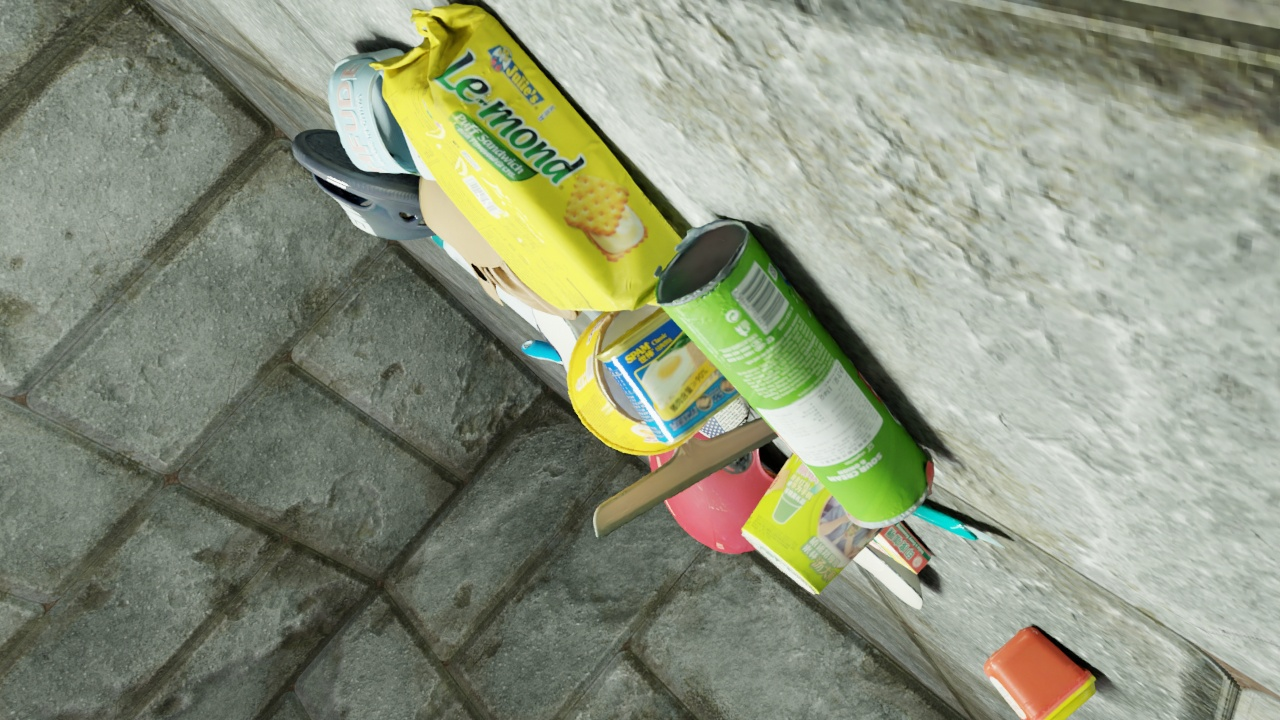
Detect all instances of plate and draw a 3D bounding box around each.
[{"bbox_3d":[0.269,0.221,1.080,0.163,0.034,0.164,37,171,28],"label":"plate"},{"bbox_3d":[-0.087,-0.056,1.015,0.205,0.045,0.205,57,169,17],"label":"plate"}]

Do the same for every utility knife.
[{"bbox_3d":[0.242,0.128,0.763,0.029,0.013,0.183,39,174,-15],"label":"utility knife"}]

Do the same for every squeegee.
[{"bbox_3d":[-0.005,0.005,0.865,0.249,0.247,0.040,56,142,12],"label":"squeegee"}]

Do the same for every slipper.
[{"bbox_3d":[-0.239,-0.222,0.819,0.245,0.074,0.104,36,146,52],"label":"slipper"},{"bbox_3d":[-0.245,-0.160,0.941,0.111,0.083,0.267,38,-164,22],"label":"slipper"}]

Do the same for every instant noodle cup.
[{"bbox_3d":[0.150,0.121,0.756,0.111,0.123,0.112,40,173,6],"label":"instant noodle cup"},{"bbox_3d":[0.011,0.006,0.762,0.138,0.138,0.110,41,169,0],"label":"instant noodle cup"}]

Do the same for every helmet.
[{"bbox_3d":[0.089,0.145,1.147,0.240,0.144,0.207,43,174,-6],"label":"helmet"}]

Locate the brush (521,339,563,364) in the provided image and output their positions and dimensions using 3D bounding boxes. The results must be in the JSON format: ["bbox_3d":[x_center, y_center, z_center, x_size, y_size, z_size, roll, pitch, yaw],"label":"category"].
[{"bbox_3d":[-0.072,-0.008,1.174,0.315,0.060,0.109,19,160,38],"label":"brush"}]

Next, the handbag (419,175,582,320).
[{"bbox_3d":[-0.121,-0.114,0.836,0.204,0.099,0.148,33,168,47],"label":"handbag"}]

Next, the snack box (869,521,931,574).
[{"bbox_3d":[0.224,0.150,0.924,0.156,0.027,0.077,45,173,-28],"label":"snack box"}]

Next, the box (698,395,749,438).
[{"bbox_3d":[0.049,0.015,0.982,0.162,0.075,0.087,43,142,4],"label":"box"}]

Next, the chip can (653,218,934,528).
[{"bbox_3d":[0.103,0.014,0.584,0.236,0.072,0.072,46,171,-30],"label":"chip can"}]

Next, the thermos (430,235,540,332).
[{"bbox_3d":[-0.196,-0.132,1.240,0.224,0.073,0.073,39,173,13],"label":"thermos"}]

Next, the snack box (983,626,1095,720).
[{"bbox_3d":[0.375,0.304,0.875,0.080,0.082,0.091,48,176,27],"label":"snack box"}]

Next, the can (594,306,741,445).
[{"bbox_3d":[0.032,0.001,0.676,0.083,0.102,0.057,55,171,-6],"label":"can"}]

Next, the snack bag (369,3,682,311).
[{"bbox_3d":[-0.081,-0.124,0.632,0.246,0.068,0.158,48,163,-21],"label":"snack bag"}]
